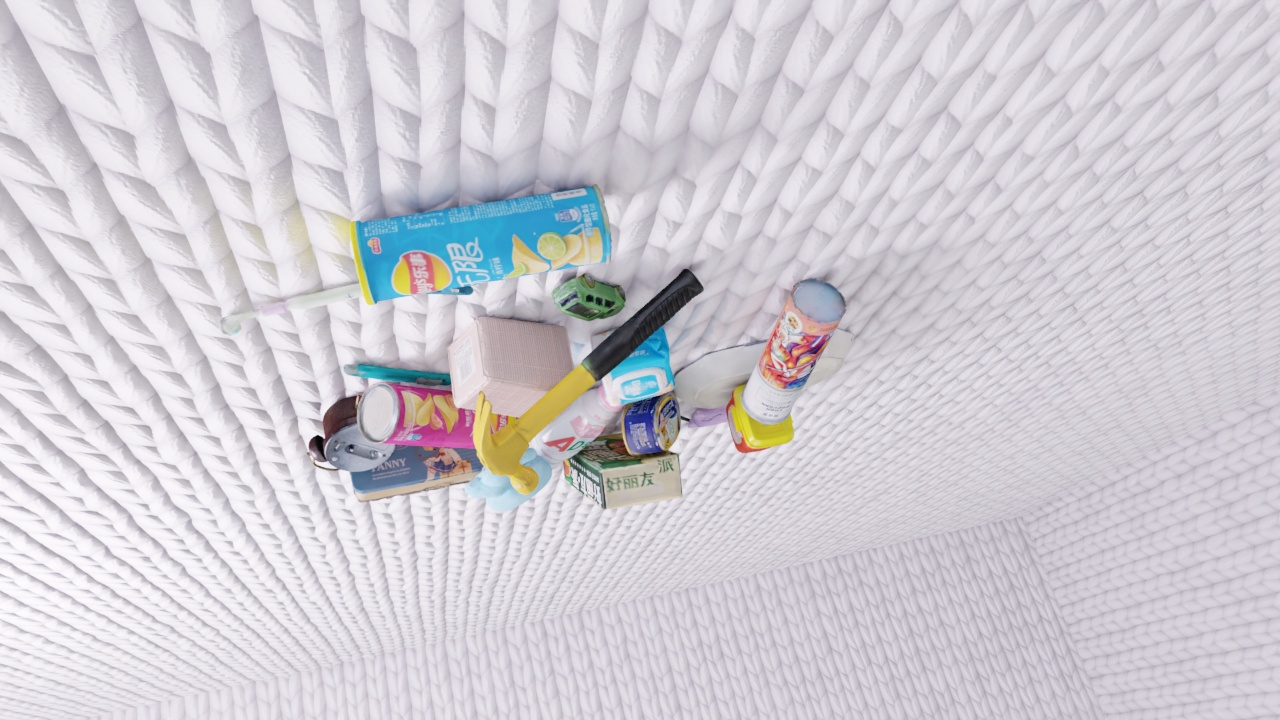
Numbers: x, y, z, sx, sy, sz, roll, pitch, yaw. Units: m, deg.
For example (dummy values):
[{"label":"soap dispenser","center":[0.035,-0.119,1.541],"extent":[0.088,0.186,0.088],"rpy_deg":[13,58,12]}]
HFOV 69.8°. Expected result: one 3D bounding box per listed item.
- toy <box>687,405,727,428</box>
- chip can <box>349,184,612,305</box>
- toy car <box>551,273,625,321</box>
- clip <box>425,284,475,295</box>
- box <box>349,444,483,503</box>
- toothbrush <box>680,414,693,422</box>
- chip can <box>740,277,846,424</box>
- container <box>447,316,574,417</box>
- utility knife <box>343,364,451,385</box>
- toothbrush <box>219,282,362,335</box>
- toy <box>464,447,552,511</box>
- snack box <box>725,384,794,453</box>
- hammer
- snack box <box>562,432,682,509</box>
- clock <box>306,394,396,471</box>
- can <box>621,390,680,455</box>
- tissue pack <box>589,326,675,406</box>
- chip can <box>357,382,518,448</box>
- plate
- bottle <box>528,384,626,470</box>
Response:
[{"label":"toy","center":[0.125,0.073,1.383],"extent":[0.108,0.039,0.084],"rpy_deg":[-16,167,-7]},{"label":"chip can","center":[-0.134,-0.099,0.782],"extent":[0.210,0.071,0.071],"rpy_deg":[-11,157,-10]},{"label":"toy car","center":[-0.052,-0.063,0.968],"extent":[0.043,0.036,0.091],"rpy_deg":[-31,156,31]},{"label":"clip","center":[-0.186,-0.073,0.888],"extent":[0.056,0.014,0.043],"rpy_deg":[-1,153,-28]},{"label":"box","center":[-0.296,0.125,1.184],"extent":[0.184,0.089,0.061],"rpy_deg":[-11,159,-23]},{"label":"toothbrush","center":[0.042,0.077,1.381],"extent":[0.016,0.018,0.181],"rpy_deg":[-34,149,26]},{"label":"chip can","center":[0.188,-0.008,1.149],"extent":[0.071,0.071,0.215],"rpy_deg":[-7,145,-18]},{"label":"container","center":[-0.144,0.007,1.010],"extent":[0.110,0.089,0.090],"rpy_deg":[10,148,-39]},{"label":"utility knife","center":[-0.249,0.021,1.069],"extent":[0.215,0.013,0.029],"rpy_deg":[8,152,-44]},{"label":"toothbrush","center":[-0.296,-0.056,0.856],"extent":[0.189,0.029,0.020],"rpy_deg":[-15,117,-3]},{"label":"toy","center":[-0.169,0.159,1.223],"extent":[0.156,0.049,0.162],"rpy_deg":[-4,147,-47]},{"label":"snack box","center":[0.160,0.083,1.277],"extent":[0.082,0.091,0.080],"rpy_deg":[-8,164,-16]},{"label":"hammer","center":[-0.053,0.011,0.974],"extent":[0.300,0.033,0.129],"rpy_deg":[-41,132,-4]},{"label":"snack box","center":[-0.033,0.155,1.317],"extent":[0.114,0.063,0.240],"rpy_deg":[-7,-174,-17]},{"label":"clock","center":[-0.343,0.094,1.091],"extent":[0.082,0.055,0.122],"rpy_deg":[25,118,-42]},{"label":"can","center":[0.017,0.084,1.250],"extent":[0.049,0.074,0.148],"rpy_deg":[-10,-172,15]},{"label":"tissue pack","center":[-0.007,0.007,1.119],"extent":[0.090,0.063,0.140],"rpy_deg":[-15,157,-1]},{"label":"chip can","center":[-0.232,0.070,1.095],"extent":[0.072,0.071,0.210],"rpy_deg":[-28,159,28]},{"label":"plate","center":[0.176,0.018,1.295],"extent":[0.265,0.034,0.162],"rpy_deg":[-12,158,-7]},{"label":"bottle","center":[-0.092,0.088,1.259],"extent":[0.068,0.068,0.197],"rpy_deg":[7,146,-42]}]
